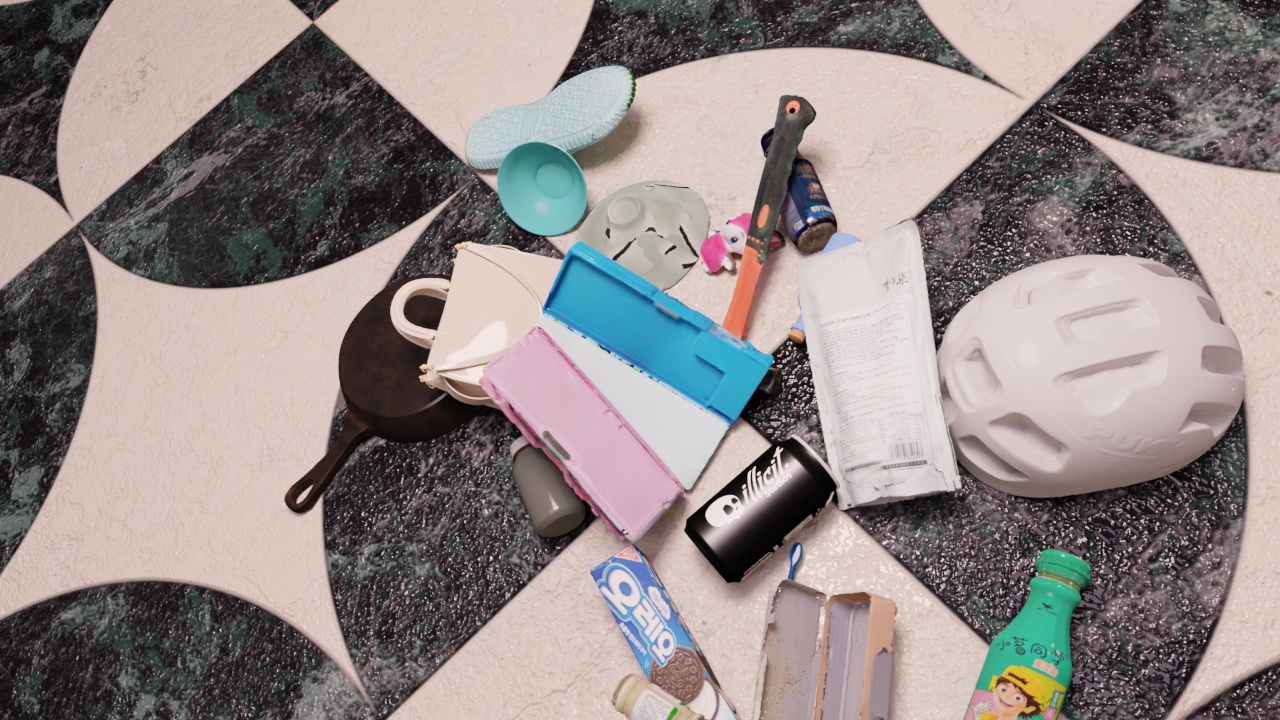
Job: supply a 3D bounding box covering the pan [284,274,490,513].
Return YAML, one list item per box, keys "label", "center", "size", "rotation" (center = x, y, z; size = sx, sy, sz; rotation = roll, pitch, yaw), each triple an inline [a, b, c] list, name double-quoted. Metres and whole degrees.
- label: "pan"
  center: [-0.317, 0.036, 1.126]
  size: [0.249, 0.043, 0.355]
  rotation: [33, 79, 28]

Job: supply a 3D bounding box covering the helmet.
- label: "helmet"
  center: [0.427, 0.007, 0.868]
  size: [0.282, 0.184, 0.224]
  rotation: [-5, 66, -7]

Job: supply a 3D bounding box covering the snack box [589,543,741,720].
- label: "snack box"
  center: [0.031, 0.287, 0.883]
  size: [0.059, 0.059, 0.226]
  rotation: [-34, 60, 1]

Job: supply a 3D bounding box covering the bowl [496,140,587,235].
- label: "bowl"
  center: [-0.118, -0.224, 1.171]
  size: [0.121, 0.121, 0.046]
  rotation: [0, 26, 18]

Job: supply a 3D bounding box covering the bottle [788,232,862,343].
- label: "bottle"
  center: [0.202, -0.076, 1.008]
  size: [0.048, 0.048, 0.131]
  rotation: [26, 75, 27]

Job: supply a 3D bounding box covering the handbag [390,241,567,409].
- label: "handbag"
  center: [-0.185, -0.046, 1.055]
  size: [0.198, 0.101, 0.194]
  rotation: [14, 67, -9]

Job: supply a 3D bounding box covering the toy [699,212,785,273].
- label: "toy"
  center: [0.112, -0.143, 1.073]
  size: [0.102, 0.050, 0.065]
  rotation: [-30, 64, 8]

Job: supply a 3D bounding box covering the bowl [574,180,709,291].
- label: "bowl"
  center: [-0.009, -0.166, 1.110]
  size: [0.174, 0.068, 0.174]
  rotation: [-8, 64, 17]

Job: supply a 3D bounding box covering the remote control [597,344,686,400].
- label: "remote control"
  center: [0.003, 0.007, 1.049]
  size: [0.140, 0.021, 0.045]
  rotation: [33, 80, 27]

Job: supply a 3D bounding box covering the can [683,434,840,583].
- label: "can"
  center: [0.120, 0.147, 0.909]
  size: [0.146, 0.080, 0.080]
  rotation: [-40, 60, -4]

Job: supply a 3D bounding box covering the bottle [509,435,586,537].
- label: "bottle"
  center: [-0.104, 0.134, 1.000]
  size: [0.060, 0.060, 0.108]
  rotation: [-30, 60, 2]

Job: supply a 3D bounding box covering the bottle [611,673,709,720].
- label: "bottle"
  center: [0.026, 0.320, 0.813]
  size: [0.110, 0.043, 0.042]
  rotation: [24, 75, 27]

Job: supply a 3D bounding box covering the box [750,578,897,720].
- label: "box"
  center: [0.167, 0.310, 0.809]
  size: [0.108, 0.095, 0.215]
  rotation: [-9, 60, 42]

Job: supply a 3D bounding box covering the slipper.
- label: "slipper"
  center: [-0.116, -0.306, 1.215]
  size: [0.277, 0.069, 0.115]
  rotation: [-8, 63, 31]

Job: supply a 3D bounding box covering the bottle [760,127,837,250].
- label: "bottle"
  center: [0.181, -0.204, 1.072]
  size: [0.056, 0.056, 0.160]
  rotation: [-20, 60, 8]

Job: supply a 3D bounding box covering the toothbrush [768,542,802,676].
- label: "toothbrush"
  center: [0.140, 0.242, 0.896]
  size: [0.021, 0.016, 0.132]
  rotation: [10, 71, 23]

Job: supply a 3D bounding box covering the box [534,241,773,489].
- label: "box"
  center: [-0.003, 0.004, 0.989]
  size: [0.243, 0.063, 0.174]
  rotation: [31, 101, 5]

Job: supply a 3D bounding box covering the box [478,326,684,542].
- label: "box"
  center: [-0.065, 0.080, 0.928]
  size: [0.099, 0.098, 0.232]
  rotation: [-41, 90, 13]

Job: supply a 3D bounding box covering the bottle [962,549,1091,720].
- label: "bottle"
  center: [0.333, 0.266, 0.789]
  size: [0.068, 0.068, 0.209]
  rotation: [20, 73, 25]

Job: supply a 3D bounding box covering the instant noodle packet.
- label: "instant noodle packet"
  center: [0.235, 0.006, 0.917]
  size: [0.147, 0.057, 0.269]
  rotation: [-19, 70, 41]

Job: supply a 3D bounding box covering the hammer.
- label: "hammer"
  center: [0.133, -0.137, 1.023]
  size: [0.133, 0.033, 0.333]
  rotation: [15, 87, 25]
